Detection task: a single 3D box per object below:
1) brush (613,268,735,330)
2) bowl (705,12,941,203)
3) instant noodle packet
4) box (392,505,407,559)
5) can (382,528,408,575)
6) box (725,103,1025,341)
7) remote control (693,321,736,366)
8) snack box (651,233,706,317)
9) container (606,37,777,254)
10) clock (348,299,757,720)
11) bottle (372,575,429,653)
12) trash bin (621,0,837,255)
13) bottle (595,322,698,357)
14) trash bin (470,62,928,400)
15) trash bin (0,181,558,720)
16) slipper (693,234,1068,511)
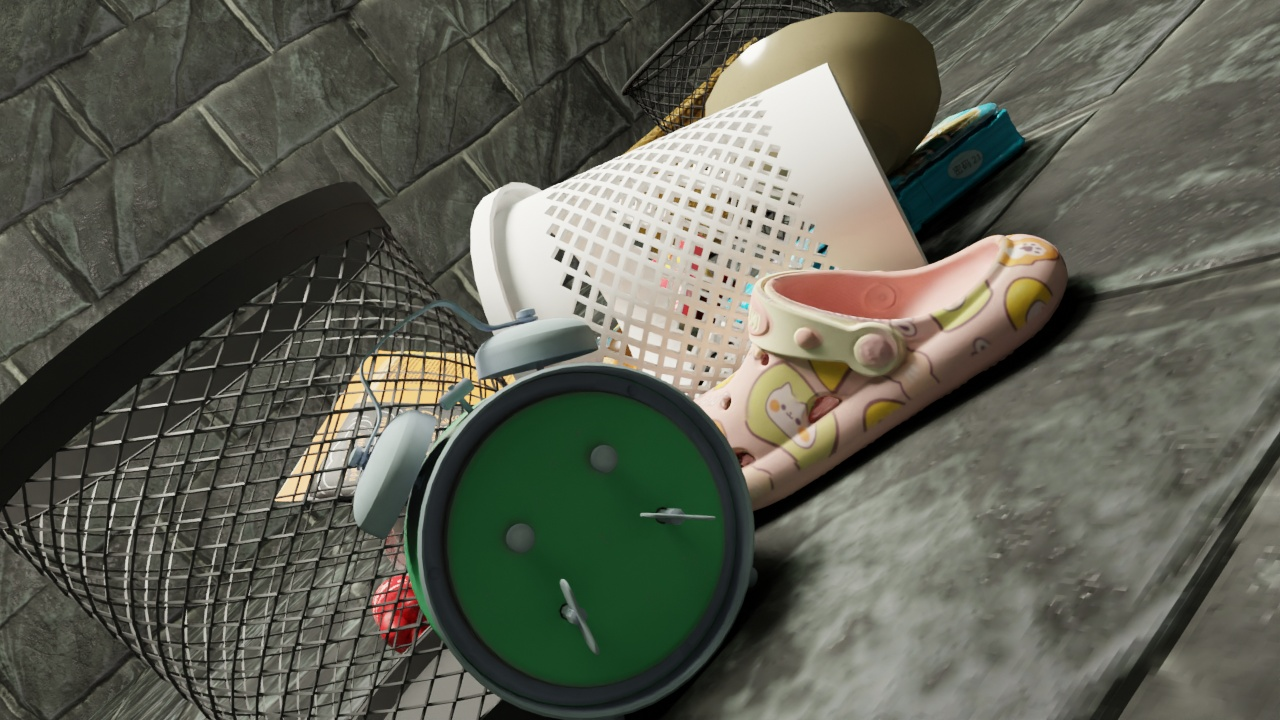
[{"bbox_3d":[0.025,-0.042,0.927,0.174,0.042,0.082,-29,14,51],"label":"brush"},{"bbox_3d":[0.120,-0.147,0.590,0.153,0.152,0.050,-32,56,41],"label":"bowl"},{"bbox_3d":[-0.108,0.043,0.617,0.221,0.032,0.159,2,37,9],"label":"instant noodle packet"},{"bbox_3d":[-0.128,0.076,0.669,0.140,0.141,0.084,-25,-41,-26],"label":"box"},{"bbox_3d":[-0.156,0.119,0.761,0.078,0.078,0.136,-37,9,18],"label":"can"},{"bbox_3d":[0.155,-0.094,0.650,0.227,0.041,0.094,-39,9,6],"label":"box"},{"bbox_3d":[0.088,-0.038,0.742,0.137,0.013,0.043,-37,9,20],"label":"remote control"},{"bbox_3d":[0.020,-0.043,0.834,0.089,0.021,0.132,-28,42,51],"label":"snack box"},{"bbox_3d":[0.100,-0.283,1.323,0.307,0.196,0.306,-38,11,8],"label":"container"},{"bbox_3d":[-0.036,0.049,0.337,0.121,0.161,0.075,-42,8,-20],"label":"clock"},{"bbox_3d":[-0.165,0.174,0.642,0.041,0.042,0.142,-43,9,-19],"label":"bottle"},{"bbox_3d":[0.122,-0.202,0.770,0.184,0.210,0.184,-39,9,7],"label":"trash bin"},{"bbox_3d":[-0.004,0.004,0.738,0.067,0.068,0.157,-46,10,-33],"label":"bottle"},{"bbox_3d":[0.045,-0.056,0.520,0.200,0.195,0.195,-26,13,19],"label":"trash bin"},{"bbox_3d":[-0.143,0.074,0.440,0.218,0.227,0.217,-39,9,7],"label":"trash bin"},{"bbox_3d":[0.082,-0.008,0.406,0.198,0.081,0.093,-34,9,23],"label":"slipper"}]
